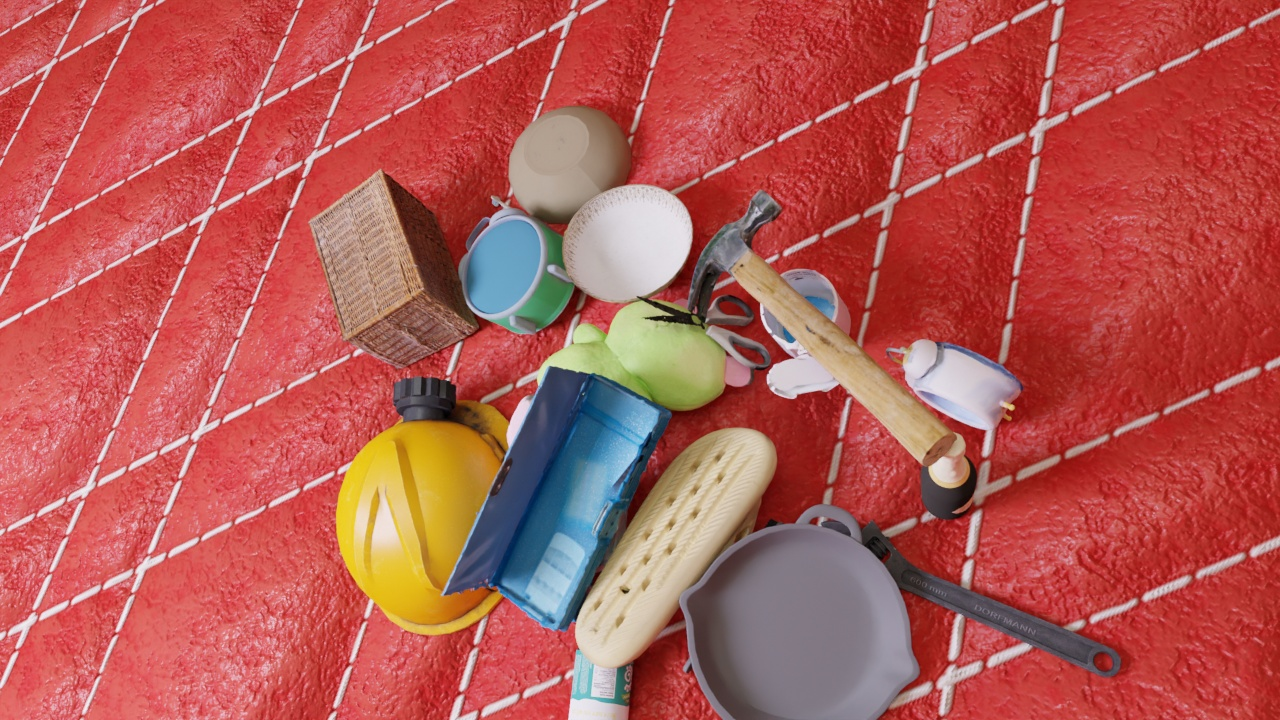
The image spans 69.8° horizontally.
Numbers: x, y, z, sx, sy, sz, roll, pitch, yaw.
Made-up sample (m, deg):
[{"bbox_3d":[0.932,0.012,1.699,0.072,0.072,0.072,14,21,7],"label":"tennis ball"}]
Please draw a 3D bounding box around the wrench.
[{"bbox_3d":[0.278,0.210,0.811,0.273,0.018,0.073,21,78,22],"label":"wrench"}]

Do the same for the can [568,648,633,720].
[{"bbox_3d":[-0.037,0.317,0.849,0.055,0.055,0.101,-1,70,17],"label":"can"}]

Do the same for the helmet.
[{"bbox_3d":[-0.228,0.144,0.935,0.205,0.131,0.255,-8,69,14],"label":"helmet"}]

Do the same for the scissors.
[{"bbox_3d":[0.065,-0.042,0.914,0.013,0.165,0.149,-46,13,37],"label":"scissors"}]

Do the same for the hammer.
[{"bbox_3d":[0.147,-0.025,0.788,0.132,0.033,0.330,-46,44,9],"label":"hammer"}]

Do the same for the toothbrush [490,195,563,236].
[{"bbox_3d":[-0.115,-0.150,1.071,0.185,0.024,0.022,37,49,26],"label":"toothbrush"}]

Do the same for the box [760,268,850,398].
[{"bbox_3d":[0.159,-0.018,0.870,0.084,0.147,0.136,-5,78,19],"label":"box"}]

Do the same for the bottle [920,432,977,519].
[{"bbox_3d":[0.258,0.094,0.767,0.045,0.184,0.045,-6,68,15],"label":"bottle"}]

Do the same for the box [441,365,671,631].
[{"bbox_3d":[-0.075,0.126,0.822,0.094,0.112,0.231,29,96,25],"label":"box"}]

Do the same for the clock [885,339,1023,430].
[{"bbox_3d":[0.285,0.017,0.843,0.125,0.089,0.052,29,87,24],"label":"clock"}]

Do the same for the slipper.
[{"bbox_3d":[0.040,0.179,0.864,0.111,0.079,0.261,21,68,48],"label":"slipper"}]

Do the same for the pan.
[{"bbox_3d":[0.119,0.300,0.801,0.216,0.024,0.354,18,84,0],"label":"pan"}]

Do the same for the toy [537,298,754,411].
[{"bbox_3d":[-0.006,0.005,0.930,0.197,0.107,0.150,-34,57,1],"label":"toy"}]

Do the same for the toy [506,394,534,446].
[{"bbox_3d":[-0.111,0.087,0.945,0.052,0.099,0.095,-2,78,-7],"label":"toy"}]

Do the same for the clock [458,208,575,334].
[{"bbox_3d":[-0.144,-0.106,1.034,0.122,0.075,0.161,-52,53,9],"label":"clock"}]

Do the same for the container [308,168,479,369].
[{"bbox_3d":[-0.286,-0.101,1.057,0.113,0.114,0.198,-30,62,10],"label":"container"}]

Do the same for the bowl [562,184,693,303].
[{"bbox_3d":[-0.008,-0.114,0.996,0.145,0.063,0.145,-6,63,12],"label":"bowl"}]

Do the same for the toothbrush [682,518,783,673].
[{"bbox_3d":[0.087,0.223,0.869,0.013,0.013,0.167,28,80,33],"label":"toothbrush"}]

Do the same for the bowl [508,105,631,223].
[{"bbox_3d":[-0.090,-0.240,1.081,0.152,0.050,0.152,-6,68,15],"label":"bowl"}]

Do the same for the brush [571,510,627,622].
[{"bbox_3d":[-0.054,0.188,0.903,0.075,0.055,0.135,-4,70,23],"label":"brush"}]
